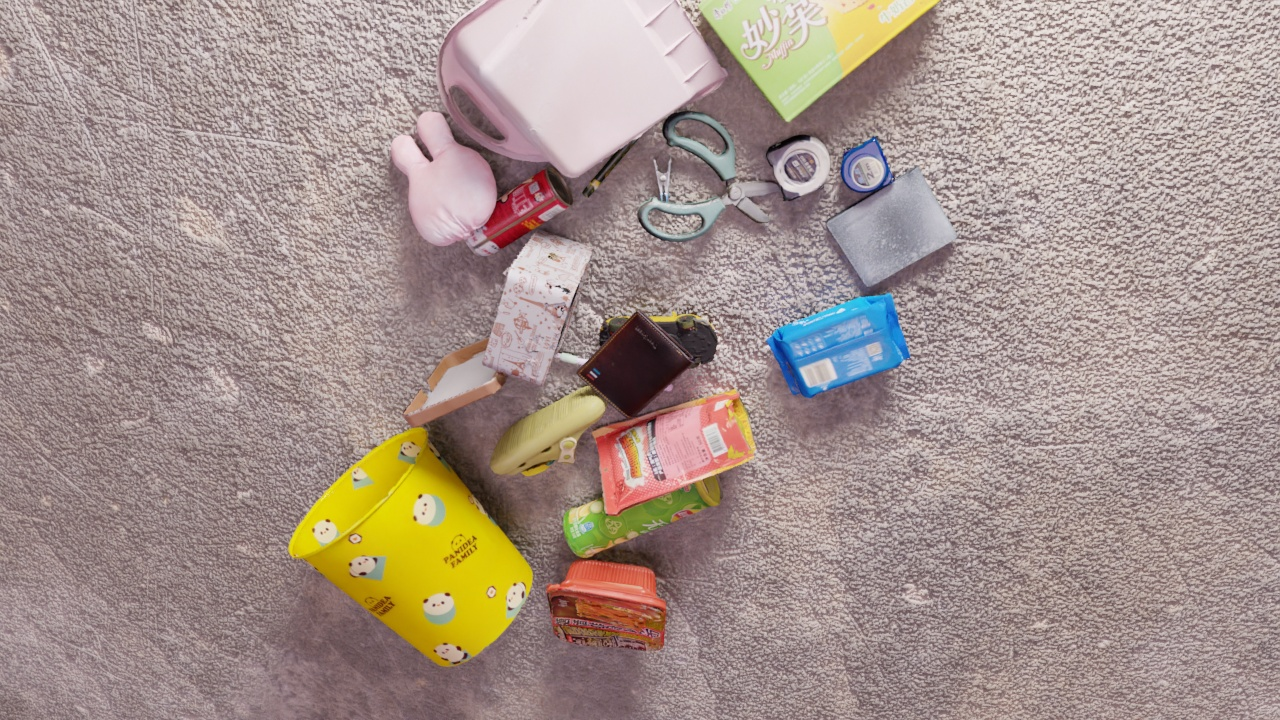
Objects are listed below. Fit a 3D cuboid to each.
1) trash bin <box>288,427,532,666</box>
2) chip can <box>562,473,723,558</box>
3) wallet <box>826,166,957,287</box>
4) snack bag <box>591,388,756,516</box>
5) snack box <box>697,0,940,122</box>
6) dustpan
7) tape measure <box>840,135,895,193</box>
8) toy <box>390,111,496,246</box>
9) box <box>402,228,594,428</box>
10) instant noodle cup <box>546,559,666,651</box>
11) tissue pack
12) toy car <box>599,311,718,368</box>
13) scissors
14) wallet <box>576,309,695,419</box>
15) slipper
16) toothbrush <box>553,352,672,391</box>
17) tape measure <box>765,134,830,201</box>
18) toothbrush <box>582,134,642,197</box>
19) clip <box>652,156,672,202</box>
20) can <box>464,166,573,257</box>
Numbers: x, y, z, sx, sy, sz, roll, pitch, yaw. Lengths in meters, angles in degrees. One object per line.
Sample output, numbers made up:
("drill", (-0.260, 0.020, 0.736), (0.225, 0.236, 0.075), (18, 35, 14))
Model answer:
("trash bin", (-0.295, 0.258, 1.239), (0.230, 0.229, 0.255), (-31, 111, 20))
("chip can", (-0.001, 0.200, 1.240), (0.222, 0.072, 0.072), (-26, 108, 19))
("wallet", (0.291, -0.153, 1.066), (0.121, 0.019, 0.097), (-30, 104, 21))
("snack bag", (0.040, 0.113, 1.179), (0.208, 0.128, 0.073), (-22, 145, 14))
("snack box", (0.187, -0.377, 0.952), (0.210, 0.069, 0.157), (-37, 104, 21))
("dustpan", (-0.083, -0.326, 0.995), (0.273, 0.138, 0.222), (-38, 130, 3))
("tape measure", (0.254, -0.218, 1.038), (0.055, 0.025, 0.058), (-23, 100, 19))
("toy", (-0.234, -0.215, 1.087), (0.121, 0.054, 0.159), (-32, 78, 21))
("box", (-0.159, -0.027, 1.106), (0.124, 0.178, 0.274), (40, 113, -12))
("instant noodle cup", (-0.043, 0.339, 1.282), (0.164, 0.078, 0.189), (7, 144, 4))
("tissue pack", (0.241, -0.019, 1.114), (0.157, 0.052, 0.095), (-21, 111, 17))
("toy car", (0.022, -0.023, 1.151), (0.156, 0.041, 0.071), (-2, 117, 16))
("scissors", (0.075, -0.217, 1.059), (0.172, 0.019, 0.179), (-10, 106, -2))
("wallet", (-0.007, 0.007, 1.140), (0.096, 0.020, 0.123), (41, 116, -10))
("slipper", (-0.111, 0.106, 1.208), (0.191, 0.091, 0.081), (-32, 108, 17))
("toothbrush", (-0.050, 0.013, 1.193), (0.189, 0.029, 0.021), (14, 79, 2))
("tape measure", (0.182, -0.222, 1.043), (0.066, 0.033, 0.066), (-18, 112, 19))
("toothbrush", (-0.005, -0.258, 1.068), (0.017, 0.012, 0.186), (36, 115, -20))
("clip", (0.026, -0.211, 1.078), (0.029, 0.024, 0.057), (0, 110, 5))
("can", (-0.149, -0.177, 1.104), (0.133, 0.053, 0.053), (-28, 107, 19))
